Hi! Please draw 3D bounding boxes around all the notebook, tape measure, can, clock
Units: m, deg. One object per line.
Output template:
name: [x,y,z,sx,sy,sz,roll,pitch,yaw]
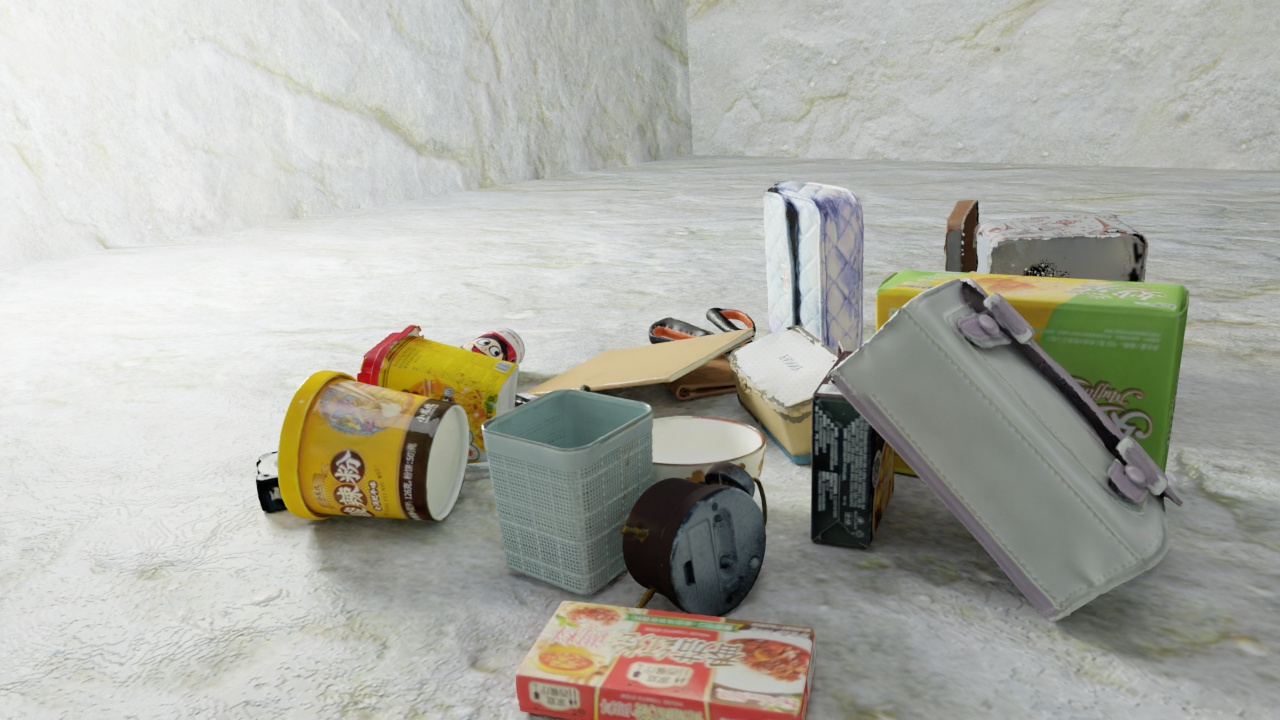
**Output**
notebook: [-0.006,0.006,0.959,0.212,0.012,0.149,-8,13,42]
tape measure: [-0.293,0.098,0.784,0.066,0.034,0.066,-11,21,-19]
can: [-0.181,0.005,1.016,0.053,0.053,0.132,4,19,22]
clock: [0.043,0.112,0.587,0.121,0.082,0.055,-21,18,-37]

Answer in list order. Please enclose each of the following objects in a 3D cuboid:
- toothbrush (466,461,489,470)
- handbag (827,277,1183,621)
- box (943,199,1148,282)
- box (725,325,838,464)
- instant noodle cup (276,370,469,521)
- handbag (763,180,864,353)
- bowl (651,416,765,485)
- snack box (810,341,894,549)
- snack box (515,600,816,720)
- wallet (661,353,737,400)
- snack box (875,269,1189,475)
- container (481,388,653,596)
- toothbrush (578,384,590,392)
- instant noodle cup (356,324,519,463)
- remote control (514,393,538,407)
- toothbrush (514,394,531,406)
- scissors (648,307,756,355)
toothbrush: [-0.109,0.093,0.795,0.180,0.016,0.016,-4,22,-8]
handbag: [0.237,0.042,0.582,0.197,0.099,0.144,50,31,12]
box: [0.363,-0.055,0.883,0.157,0.183,0.193,0,21,10]
box: [0.145,0.028,0.833,0.090,0.060,0.184,-22,23,-3]
instant noodle cup: [-0.204,0.073,0.723,0.114,0.118,0.118,7,19,8]
handbag: [0.188,-0.099,1.028,0.075,0.194,0.134,-10,18,-16]
bowl: [0.037,0.087,0.692,0.113,0.062,0.113,-2,12,0]
snack box: [0.157,0.058,0.676,0.053,0.113,0.125,6,21,25]
snack box: [0.016,0.170,0.503,0.153,0.025,0.075,2,18,17]
wallet: [0.075,0.014,0.991,0.115,0.020,0.101,-7,19,-18]
snack box: [0.288,0.017,0.700,0.210,0.158,0.069,8,23,32]
container: [-0.045,0.089,0.627,0.090,0.111,0.089,10,22,36]
toothbrush: [-0.082,0.062,0.819,0.012,0.017,0.185,-43,5,29]
instant noodle cup: [-0.182,0.039,0.837,0.124,0.116,0.115,9,20,4]
remote control: [-0.092,0.056,0.891,0.136,0.020,0.055,13,26,43]
toothbrush: [-0.100,0.040,0.857,0.015,0.018,0.181,-29,19,-26]
scissors: [0.113,-0.022,1.030,0.222,0.022,0.210,8,25,20]
